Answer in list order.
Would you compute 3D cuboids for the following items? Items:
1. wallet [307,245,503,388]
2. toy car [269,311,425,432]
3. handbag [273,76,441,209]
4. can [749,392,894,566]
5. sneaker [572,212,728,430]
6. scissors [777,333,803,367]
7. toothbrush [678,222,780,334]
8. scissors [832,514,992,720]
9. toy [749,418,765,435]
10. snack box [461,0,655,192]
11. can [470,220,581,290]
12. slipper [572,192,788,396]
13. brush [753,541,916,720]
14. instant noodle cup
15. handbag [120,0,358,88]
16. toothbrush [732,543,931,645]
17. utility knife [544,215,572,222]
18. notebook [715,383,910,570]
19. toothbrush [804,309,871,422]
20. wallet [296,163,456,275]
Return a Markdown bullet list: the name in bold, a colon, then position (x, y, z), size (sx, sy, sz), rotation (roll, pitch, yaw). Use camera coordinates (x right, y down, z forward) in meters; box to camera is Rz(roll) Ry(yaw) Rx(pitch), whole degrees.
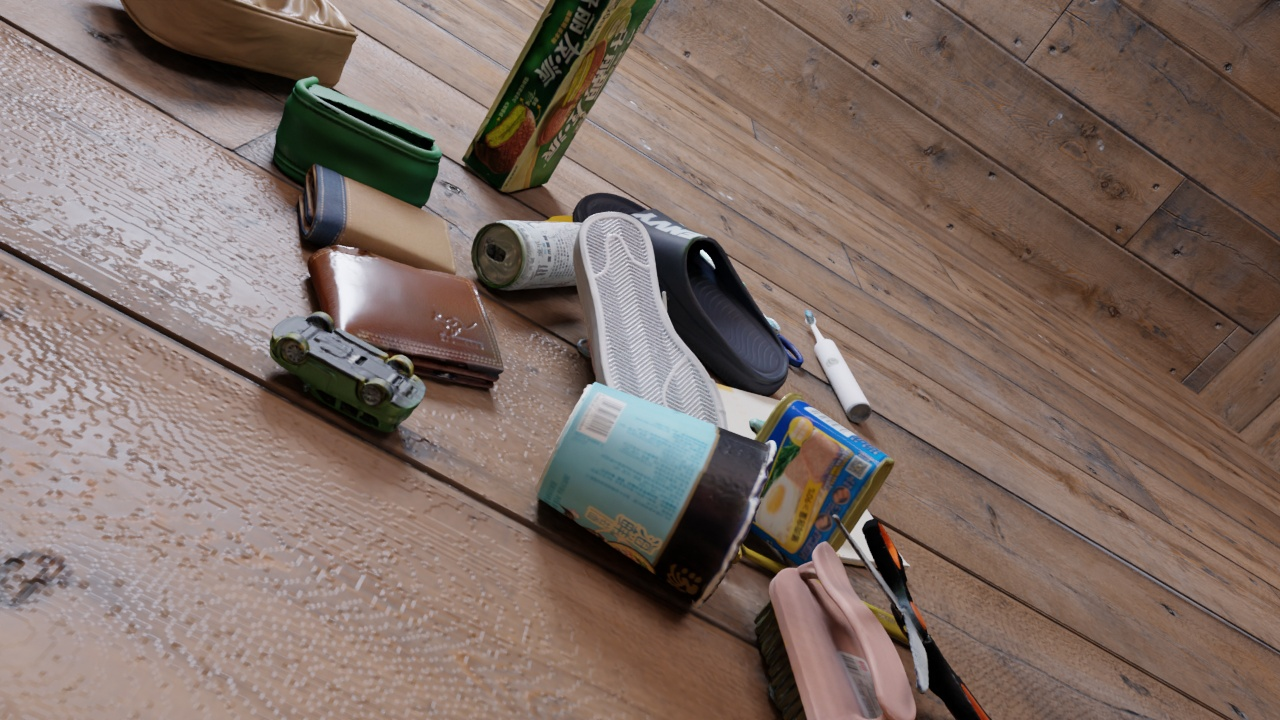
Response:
- **wallet**: position (-0.158, -0.029, 0.622), size (0.124, 0.032, 0.101), rotation (13, 34, -39)
- **toy car**: position (-0.170, 0.006, 0.529), size (0.091, 0.036, 0.043), rotation (33, 25, -6)
- **handbag**: position (-0.235, -0.179, 0.772), size (0.131, 0.068, 0.120), rotation (22, 19, -24)
- **can**: position (0.116, 0.088, 0.647), size (0.083, 0.102, 0.057), rotation (35, 10, 23)
- **sneaker**: position (-0.004, 0.004, 0.716), size (0.089, 0.091, 0.242), rotation (-9, 61, -18)
- **scissors**: position (0.121, -0.049, 1.047), size (0.171, 0.012, 0.140), rotation (42, 25, 22)
- **toothbrush**: position (0.095, -0.096, 1.064), size (0.027, 0.026, 0.224), rotation (24, 20, -46)
- **scissors**: position (0.172, 0.170, 0.581), size (0.221, 0.022, 0.234), rotation (57, 13, -8)
- **toy**: position (0.127, 0.095, 0.732), size (0.096, 0.030, 0.091), rotation (33, 28, -20)
- **snack box**: position (-0.085, -0.291, 0.951), size (0.063, 0.241, 0.114), rotation (37, 23, 5)
- **can**: position (-0.081, -0.093, 0.807), size (0.058, 0.058, 0.146), rotation (43, 25, 19)
- **slipper**: position (0.055, -0.082, 0.890), size (0.268, 0.084, 0.110), rotation (45, 40, 5)
- **brush**: position (0.112, 0.172, 0.537), size (0.063, 0.073, 0.145), rotation (25, 23, -18)
- **instant noodle cup**: position (0.005, 0.074, 0.560), size (0.120, 0.111, 0.111), rotation (26, 24, 2)
- **handbag**: position (-0.361, -0.324, 0.830), size (0.148, 0.100, 0.204), rotation (39, 20, 18)
- **toothbrush**: position (0.127, 0.164, 0.642), size (0.190, 0.016, 0.016), rotation (28, 29, -14)
- **utility knife**: position (-0.092, -0.129, 0.916), size (0.033, 0.015, 0.153), rotation (34, 24, 14)
- **notebook**: position (0.126, 0.093, 0.783), size (0.145, 0.010, 0.206), rotation (16, 30, -35)
- **toothbrush**: position (0.222, -0.001, 1.065), size (0.220, 0.027, 0.026), rotation (-101, 172, -58)
- **wallet**: position (-0.201, -0.102, 0.704), size (0.115, 0.033, 0.090), rotation (19, 30, -33)
